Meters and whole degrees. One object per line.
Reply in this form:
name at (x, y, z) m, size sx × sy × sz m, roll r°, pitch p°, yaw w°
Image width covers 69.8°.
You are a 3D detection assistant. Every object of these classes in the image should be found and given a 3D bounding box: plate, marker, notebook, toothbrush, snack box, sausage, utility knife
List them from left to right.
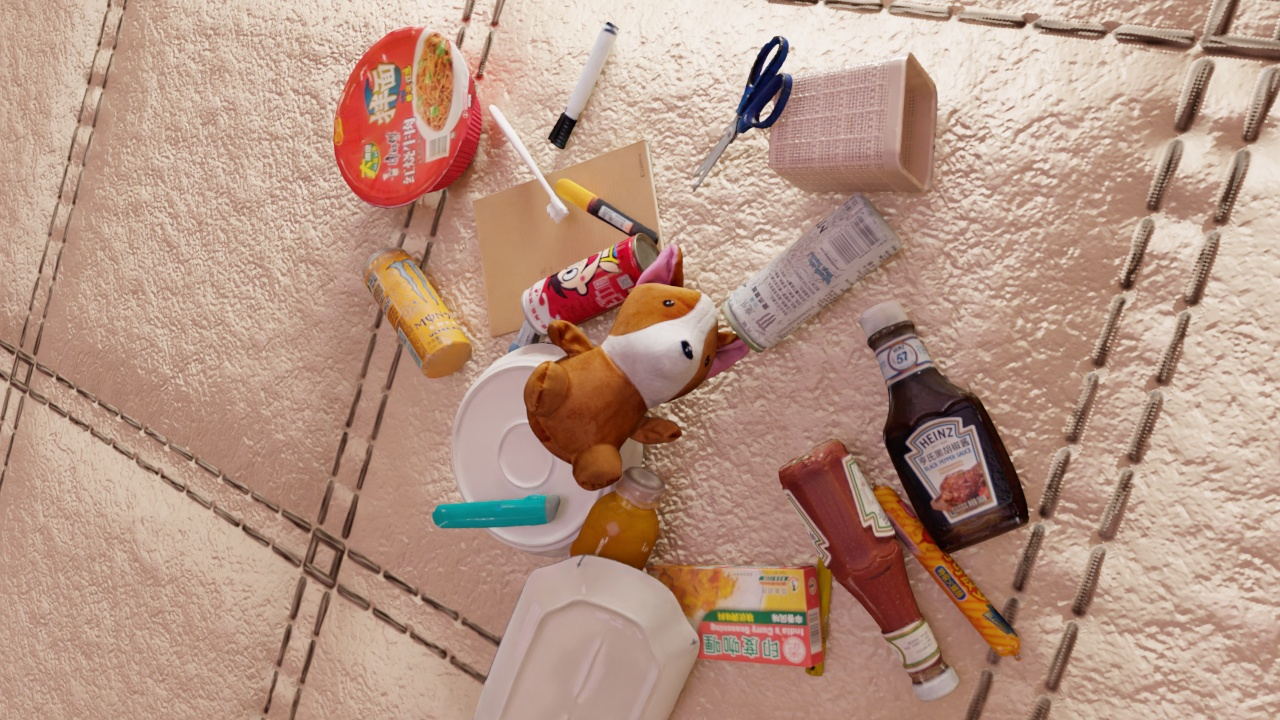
utility knife at (-0.136, 0.142, 0.859) m, size 0.151 × 0.012 × 0.029 m, roll -8°, pitch 86°, yaw 29°
toothbrush at (-0.117, -0.202, 0.927) m, size 0.016 × 0.016 × 0.180 m, roll -44°, pitch 58°, yaw 20°
plate at (-0.098, 0.087, 0.870) m, size 0.205 × 0.045 × 0.205 m, roll 1°, pitch 94°, yaw 26°
notebook at (-0.073, -0.116, 0.909) m, size 0.212 × 0.012 × 0.149 m, roll -13°, pitch 81°, yaw 28°
plate at (-0.055, 0.291, 0.791) m, size 0.162 × 0.034 × 0.266 m, roll 24°, pitch 111°, yaw 3°
marker at (-0.056, -0.272, 0.908) m, size 0.018 × 0.022 × 0.131 m, roll 34°, pitch 103°, yaw 35°
marker at (-0.032, -0.140, 0.873) m, size 0.124 × 0.015 × 0.018 m, roll 34°, pitch 105°, yaw 23°
snack box at (0.076, 0.212, 0.775) m, size 0.156 × 0.027 × 0.077 m, roll -9°, pitch 81°, yaw 35°
toothbrush at (0.150, 0.163, 0.751) m, size 0.016 × 0.016 × 0.190 m, roll 5°, pitch 88°, yaw 29°
sausage at (0.231, 0.159, 0.703) m, size 0.021 × 0.021 × 0.165 m, roll -46°, pitch 66°, yaw 18°

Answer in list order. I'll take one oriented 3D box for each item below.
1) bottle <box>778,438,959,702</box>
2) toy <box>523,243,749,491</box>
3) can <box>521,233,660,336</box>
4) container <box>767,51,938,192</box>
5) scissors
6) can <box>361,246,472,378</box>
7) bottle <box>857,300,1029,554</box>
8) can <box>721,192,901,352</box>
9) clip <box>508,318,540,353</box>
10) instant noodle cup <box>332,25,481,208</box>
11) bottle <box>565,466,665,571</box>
bottle at (0.178, 0.161, 0.706) m, size 0.060 × 0.059 × 0.206 m, roll -32°, pitch 81°, yaw 23°
toy at (-0.005, 0.004, 0.769) m, size 0.140 × 0.199 × 0.131 m, roll 57°, pitch 160°, yaw -14°
can at (-0.045, -0.068, 0.853) m, size 0.133 × 0.053 × 0.053 m, roll -22°, pitch 75°, yaw 27°
container at (0.169, -0.183, 0.734) m, size 0.111 × 0.089 × 0.090 m, roll 3°, pitch 87°, yaw 32°
scissors at (0.081, -0.207, 0.778) m, size 0.174 × 0.012 × 0.125 m, roll -171°, pitch 90°, yaw -69°
can at (-0.236, -0.051, 0.968) m, size 0.058 × 0.058 × 0.146 m, roll -46°, pitch 66°, yaw 18°
bottle at (0.224, 0.046, 0.706) m, size 0.080 × 0.044 × 0.194 m, roll -28°, pitch 71°, yaw 23°
can at (0.139, -0.070, 0.756) m, size 0.147 × 0.058 × 0.058 m, roll -39°, pitch 68°, yaw 21°
clip at (-0.109, -0.028, 0.909) m, size 0.027 × 0.045 × 0.058 m, roll 30°, pitch 102°, yaw 26°
instant noodle cup at (-0.239, -0.252, 0.985) m, size 0.194 × 0.065 × 0.193 m, roll -4°, pitch 83°, yaw 30°
bottle at (-0.032, 0.181, 0.809) m, size 0.068 × 0.067 × 0.190 m, roll 35°, pitch 111°, yaw 28°
